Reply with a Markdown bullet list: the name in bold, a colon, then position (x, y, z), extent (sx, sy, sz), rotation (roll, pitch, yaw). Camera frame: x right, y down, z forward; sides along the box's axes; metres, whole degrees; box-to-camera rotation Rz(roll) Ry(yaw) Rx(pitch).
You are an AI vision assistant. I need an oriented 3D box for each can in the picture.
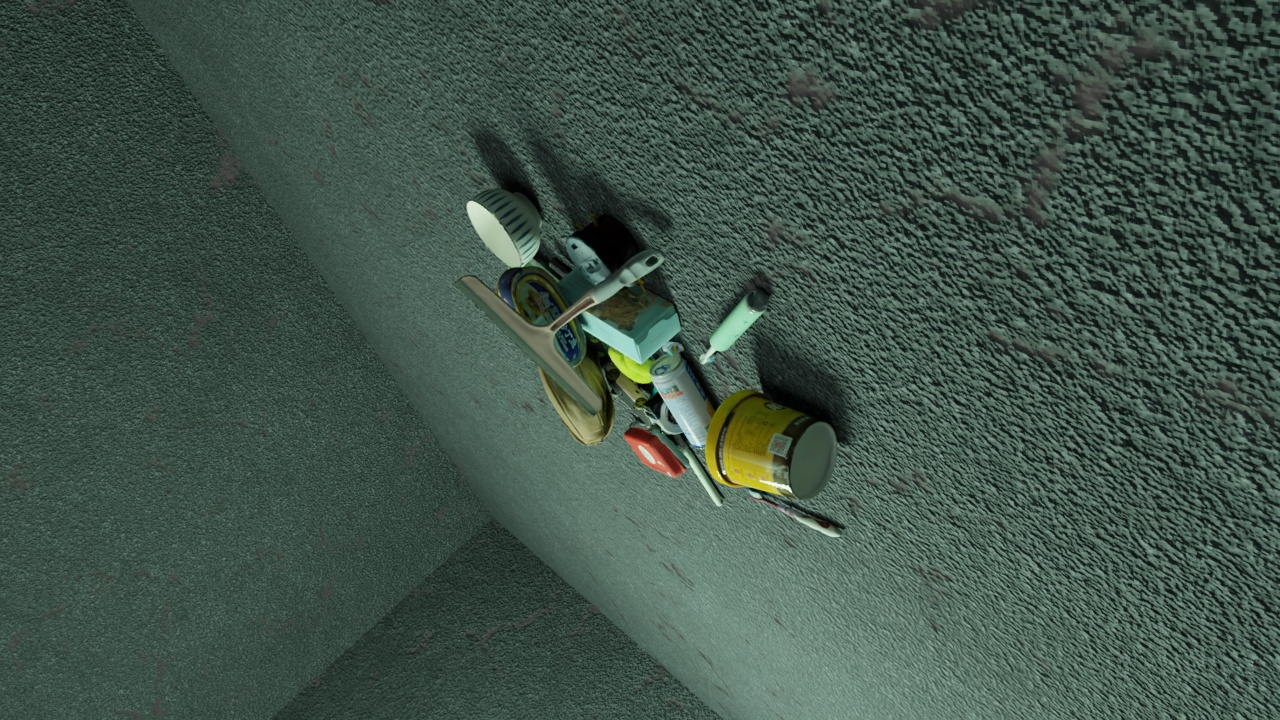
- **can**: position (0.063, 0.055, 1.249), extent (0.053, 0.053, 0.134), rotation (17, 143, 56)
- **can**: position (-0.128, -0.054, 1.190), extent (0.049, 0.074, 0.148), rotation (4, 128, 57)

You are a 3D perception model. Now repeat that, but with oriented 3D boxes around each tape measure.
- **tape measure**: position (0.044, 0.070, 1.299), extent (0.033, 0.065, 0.066), rotation (24, 147, 58)

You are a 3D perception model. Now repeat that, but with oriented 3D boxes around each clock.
- **clock**: position (-0.038, -0.123, 1.126), extent (0.122, 0.055, 0.082), rotation (51, 159, -11)

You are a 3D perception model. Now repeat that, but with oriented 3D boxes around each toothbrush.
- **toothbrush**: position (0.100, -0.031, 1.053), extent (0.225, 0.027, 0.026), rotation (125, 138, -70)
- **toothbrush**: position (0.082, 0.163, 1.463), extent (0.189, 0.020, 0.029), rotation (56, -160, -21)
- **toothbrush**: position (0.003, -0.024, 1.281), extent (0.189, 0.029, 0.021), rotation (11, 98, 62)
- **toothbrush**: position (0.213, 0.210, 1.285), extent (0.188, 0.016, 0.017), rotation (18, 135, 55)

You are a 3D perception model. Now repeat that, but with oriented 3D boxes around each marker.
- **marker**: position (-0.076, -0.103, 1.285), extent (0.132, 0.020, 0.022), rotation (39, 174, 18)

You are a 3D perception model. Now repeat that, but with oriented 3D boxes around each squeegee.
- **squeegee**: position (-0.057, -0.073, 1.098), extent (0.250, 0.040, 0.247), rotation (-32, 110, 36)

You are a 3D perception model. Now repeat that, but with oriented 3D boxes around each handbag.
- **handbag**: position (-0.100, 0.035, 1.444), extent (0.204, 0.100, 0.148), rotation (-119, 4, -62)

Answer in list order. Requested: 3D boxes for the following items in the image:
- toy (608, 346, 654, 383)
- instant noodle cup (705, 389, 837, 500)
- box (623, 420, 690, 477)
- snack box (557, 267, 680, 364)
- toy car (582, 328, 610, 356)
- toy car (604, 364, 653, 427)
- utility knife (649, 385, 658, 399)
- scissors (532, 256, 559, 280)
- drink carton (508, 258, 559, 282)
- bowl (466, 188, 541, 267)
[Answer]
- **toy**: position (-0.008, 0.008, 1.332), extent (0.097, 0.031, 0.100), rotation (39, 166, 7)
- **instant noodle cup**: position (0.155, 0.102, 1.067), extent (0.115, 0.118, 0.118), rotation (15, 143, 45)
- **box**: position (0.025, 0.137, 1.473), extent (0.086, 0.047, 0.201), rotation (53, 170, -8)
- **snack box**: position (-0.035, -0.067, 1.194), extent (0.175, 0.074, 0.052), rotation (32, 154, 38)
- **toy car**: position (-0.079, -0.041, 1.389), extent (0.091, 0.036, 0.043), rotation (35, 155, 35)
- **toy car**: position (-0.013, 0.052, 1.419), extent (0.122, 0.037, 0.056), rotation (46, 163, 31)
- **utility knife**: position (0.025, 0.056, 1.390), extent (0.029, 0.013, 0.187), rotation (44, 160, 10)
- **scissors**: position (-0.112, -0.108, 1.371), extent (0.178, 0.014, 0.160), rotation (41, 159, 16)
- **drink carton**: position (-0.143, -0.100, 1.364), extent (0.122, 0.045, 0.054), rotation (40, 157, 13)
- **bowl**: position (-0.180, -0.192, 1.276), extent (0.116, 0.066, 0.117), rotation (42, 159, 20)
